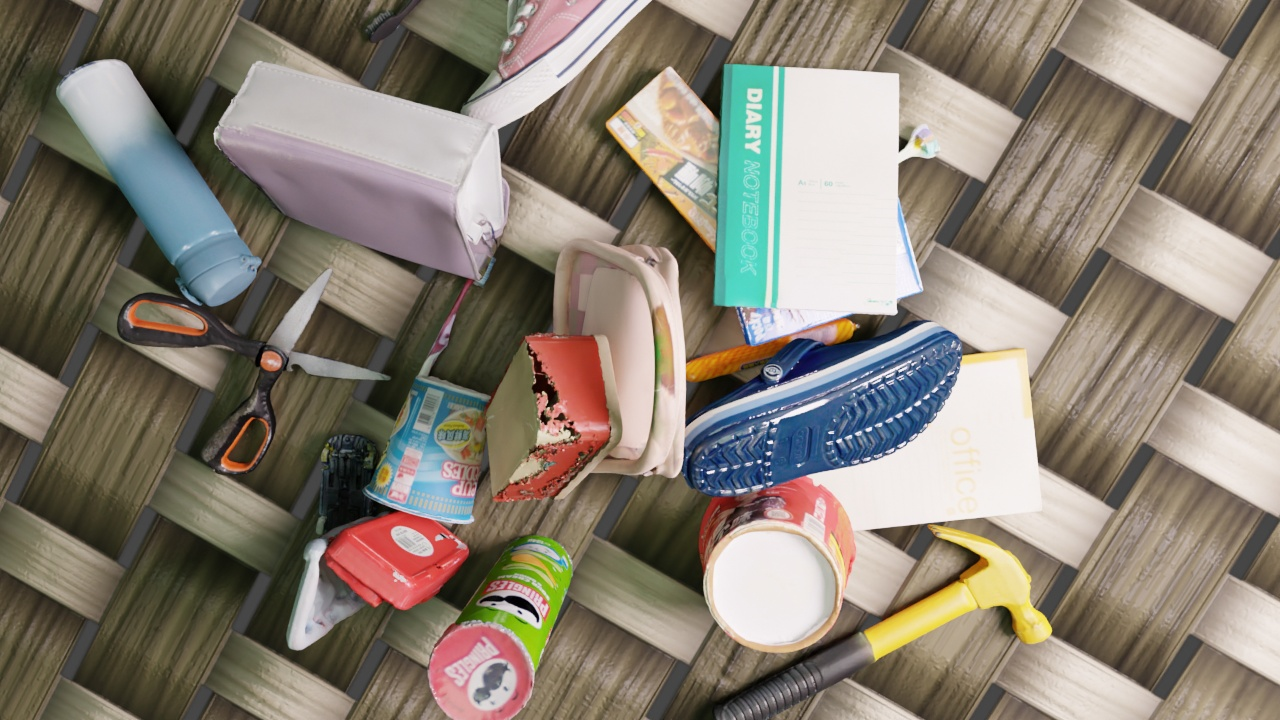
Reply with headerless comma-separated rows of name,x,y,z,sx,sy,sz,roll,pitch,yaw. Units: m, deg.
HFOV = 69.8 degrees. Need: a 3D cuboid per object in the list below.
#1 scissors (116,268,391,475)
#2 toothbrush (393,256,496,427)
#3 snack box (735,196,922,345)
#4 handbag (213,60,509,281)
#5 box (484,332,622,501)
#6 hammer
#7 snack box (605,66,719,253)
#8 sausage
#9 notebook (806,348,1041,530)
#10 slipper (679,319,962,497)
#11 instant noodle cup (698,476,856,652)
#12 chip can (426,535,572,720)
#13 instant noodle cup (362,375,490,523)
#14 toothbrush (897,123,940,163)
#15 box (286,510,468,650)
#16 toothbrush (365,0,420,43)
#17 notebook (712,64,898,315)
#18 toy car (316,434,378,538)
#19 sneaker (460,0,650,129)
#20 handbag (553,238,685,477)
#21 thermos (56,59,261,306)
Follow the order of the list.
scissors,-0.337,0.009,0.796,0.233,0.021,0.221,16,112,-10
toothbrush,-0.177,-0.012,0.819,0.017,0.016,0.187,26,95,-9
snack box,0.152,-0.075,0.776,0.157,0.026,0.084,-18,95,-5
handbag,-0.214,-0.151,0.747,0.197,0.145,0.098,17,64,4
box,-0.080,0.050,0.699,0.077,0.169,0.091,-1,67,-22
hammer,0.200,0.251,0.808,0.301,0.033,0.129,-30,92,5
snack box,0.047,-0.169,0.788,0.075,0.026,0.153,-41,91,6
sausage,0.110,-0.009,0.799,0.165,0.021,0.021,-15,93,4
notebook,0.239,0.073,0.803,0.206,0.010,0.146,-7,94,4
slipper,0.141,0.035,0.759,0.252,0.095,0.105,-21,135,-10
instant noodle cup,0.110,0.168,0.762,0.138,0.108,0.138,1,97,10
chip can,-0.101,0.199,0.719,0.072,0.236,0.072,0,94,2
instant noodle cup,-0.176,0.073,0.790,0.099,0.099,0.110,17,88,2
toothbrush,0.167,-0.141,0.786,0.189,0.020,0.029,-31,95,6
box,-0.217,0.178,0.740,0.095,0.201,0.100,37,88,3
toothbrush,-0.168,-0.344,0.795,0.189,0.014,0.016,-42,67,5
notebook,0.138,-0.143,0.759,0.150,0.012,0.209,3,81,0
toy car,-0.262,0.118,0.825,0.049,0.031,0.105,5,93,4
sneaker,-0.066,-0.284,0.748,0.241,0.118,0.088,-43,109,-1
handbag,-0.004,0.004,0.699,0.093,0.234,0.193,0,97,-15
thermos,-0.416,-0.151,0.797,0.070,0.070,0.220,-32,92,5
